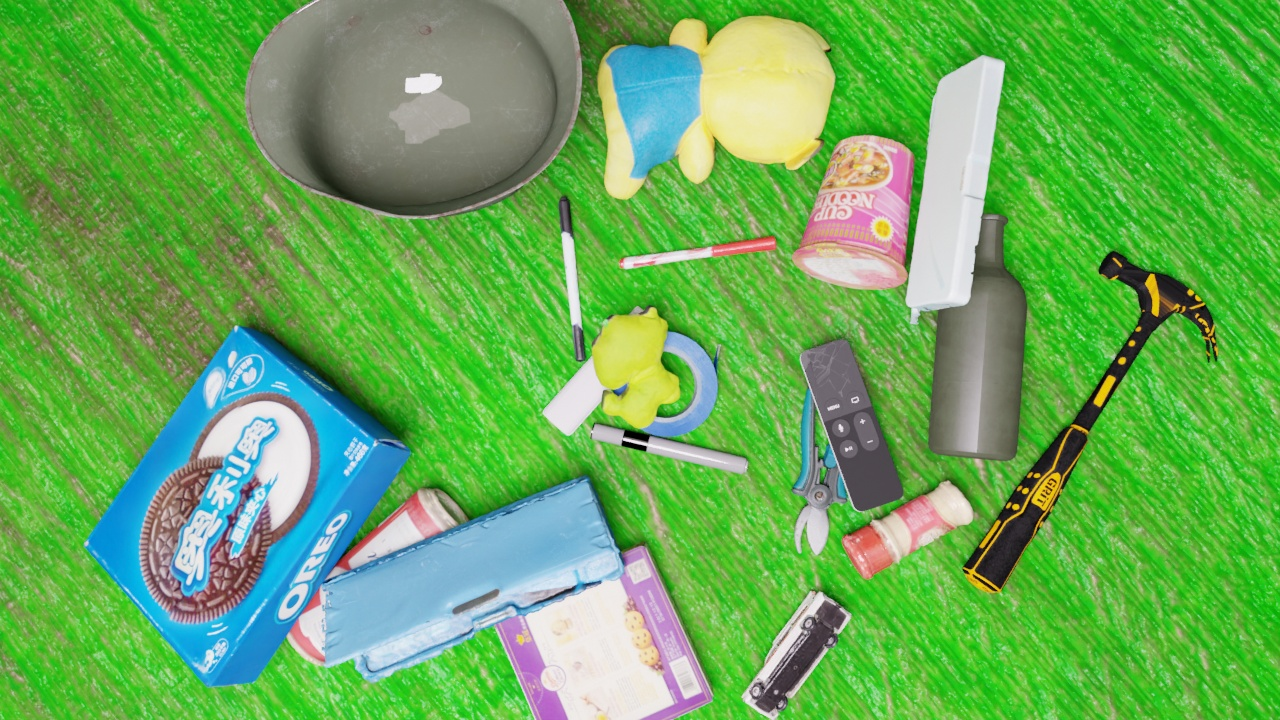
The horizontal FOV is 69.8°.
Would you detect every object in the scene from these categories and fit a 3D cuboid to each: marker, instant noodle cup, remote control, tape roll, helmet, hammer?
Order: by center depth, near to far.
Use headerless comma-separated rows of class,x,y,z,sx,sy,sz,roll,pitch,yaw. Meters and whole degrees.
helmet,-0.182,-0.211,0.775,0.268,0.154,0.227,-4,84,-2
instant noodle cup,0.190,-0.129,0.787,0.098,0.098,0.108,14,79,4
hammer,0.380,0.063,0.791,0.123,0.036,0.320,34,85,4
remote control,0.182,0.055,0.792,0.045,0.008,0.146,-19,83,0
tape roll,0.021,0.020,0.810,0.093,0.016,0.091,10,91,-4
marker,0.025,0.078,0.813,0.140,0.016,0.016,13,86,3
remote control,-0.033,0.009,0.823,0.033,0.012,0.131,42,88,5
marker,0.051,-0.097,0.827,0.142,0.013,0.013,-8,85,2
marker,-0.062,-0.074,0.832,0.011,0.011,0.152,-7,86,2

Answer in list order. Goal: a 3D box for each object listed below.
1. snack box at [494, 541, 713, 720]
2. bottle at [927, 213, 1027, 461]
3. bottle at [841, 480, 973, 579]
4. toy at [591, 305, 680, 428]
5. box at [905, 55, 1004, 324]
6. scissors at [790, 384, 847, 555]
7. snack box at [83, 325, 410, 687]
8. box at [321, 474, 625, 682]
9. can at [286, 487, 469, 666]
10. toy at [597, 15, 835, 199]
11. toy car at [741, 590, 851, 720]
snack box,-0.032,0.251,0.789,0.148,0.040,0.143,-24,85,1
bottle,0.289,-0.020,0.781,0.071,0.071,0.206,5,86,3
bottle,0.228,0.145,0.785,0.109,0.044,0.044,-28,85,-1
toy,-0.005,0.005,0.781,0.093,0.036,0.094,44,92,-10
box,0.250,-0.135,0.759,0.049,0.136,0.197,11,86,3
scissors,0.163,0.089,0.805,0.153,0.019,0.128,-36,84,-1
snack box,-0.335,0.117,0.777,0.195,0.056,0.239,33,89,24
box,-0.129,0.178,0.714,0.231,0.102,0.094,-21,97,-4
can,-0.224,0.185,0.790,0.170,0.067,0.067,-41,85,-1
toy,0.067,-0.229,0.803,0.214,0.084,0.149,-5,87,5
toy car,0.130,0.249,0.784,0.039,0.039,0.113,38,89,-21
